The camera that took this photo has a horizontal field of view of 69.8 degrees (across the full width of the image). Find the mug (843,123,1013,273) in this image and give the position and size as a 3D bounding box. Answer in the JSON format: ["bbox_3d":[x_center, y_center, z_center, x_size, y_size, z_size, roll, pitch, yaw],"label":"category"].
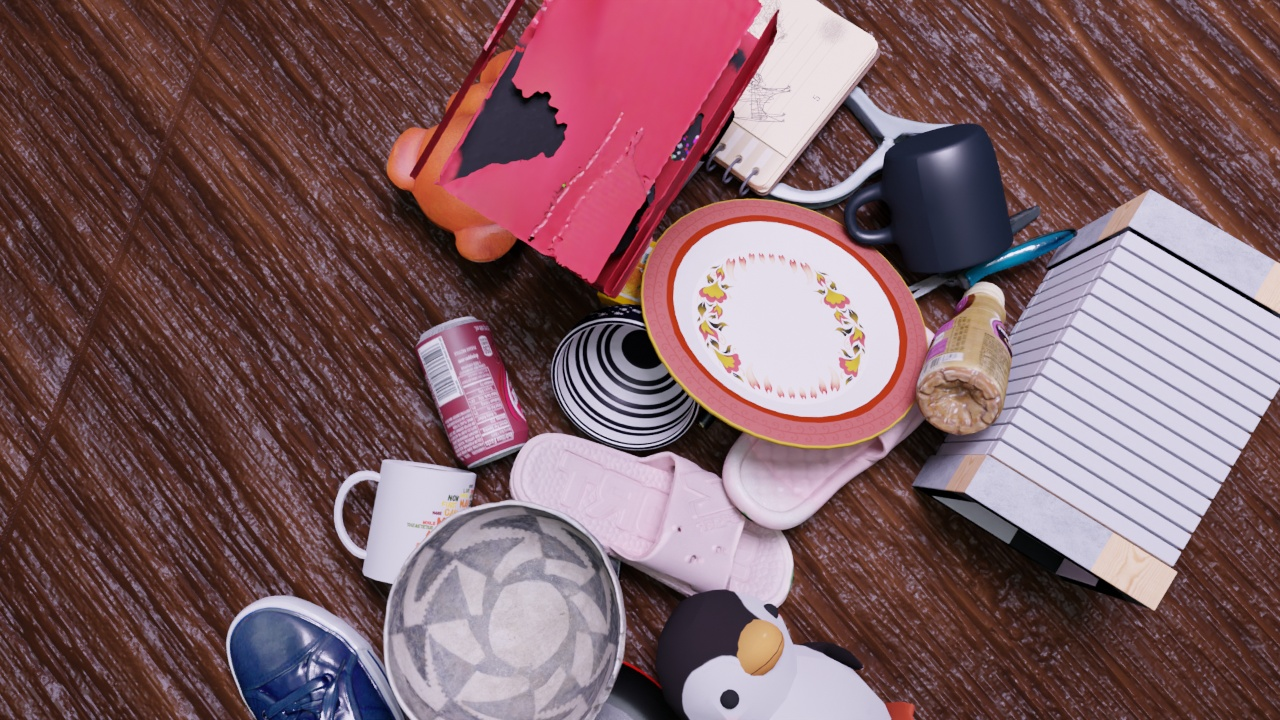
[{"bbox_3d":[0.222,-0.124,0.725,0.122,0.085,0.094,-13,111,19],"label":"mug"}]

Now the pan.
[{"bbox_3d":[-0.040,0.263,0.722,0.209,0.067,0.355,9,68,6],"label":"pan"}]

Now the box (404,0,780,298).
[{"bbox_3d":[-0.002,-0.153,0.599,0.121,0.318,0.211,32,92,8],"label":"box"}]

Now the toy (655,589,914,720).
[{"bbox_3d":[0.083,0.251,0.676,0.184,0.140,0.158,47,46,-9],"label":"toy"}]

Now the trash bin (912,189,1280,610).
[{"bbox_3d":[0.347,0.030,0.685,0.142,0.142,0.247,32,87,5],"label":"trash bin"}]

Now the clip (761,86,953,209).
[{"bbox_3d":[0.176,-0.211,0.776,0.174,0.030,0.158,-12,85,1],"label":"clip"}]

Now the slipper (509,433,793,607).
[{"bbox_3d":[0.015,0.118,0.713,0.239,0.065,0.094,23,65,-2],"label":"slipper"}]

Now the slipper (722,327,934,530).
[{"bbox_3d":[0.153,0.042,0.724,0.221,0.056,0.107,-41,79,-16],"label":"slipper"}]

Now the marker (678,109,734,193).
[{"bbox_3d":[0.031,-0.153,0.755,0.139,0.016,0.022,-48,50,29],"label":"marker"}]

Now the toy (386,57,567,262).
[{"bbox_3d":[-0.111,-0.167,0.761,0.172,0.093,0.164,-43,87,-14],"label":"toy"}]

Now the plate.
[{"bbox_3d":[0.111,-0.032,0.707,0.229,0.021,0.229,7,57,-11],"label":"plate"}]

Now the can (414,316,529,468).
[{"bbox_3d":[-0.137,0.026,0.750,0.063,0.063,0.114,-22,84,0],"label":"can"}]

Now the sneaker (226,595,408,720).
[{"bbox_3d":[-0.239,0.316,0.699,0.120,0.127,0.294,-35,82,-2],"label":"sneaker"}]

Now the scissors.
[{"bbox_3d":[0.283,-0.086,0.748,0.149,0.019,0.122,-3,41,32],"label":"scissors"}]

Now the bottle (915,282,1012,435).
[{"bbox_3d":[0.251,-0.011,0.696,0.060,0.165,0.060,13,126,19],"label":"bottle"}]

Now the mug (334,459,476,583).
[{"bbox_3d":[-0.191,0.127,0.734,0.105,0.073,0.089,10,85,-8],"label":"mug"}]

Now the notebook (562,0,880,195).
[{"bbox_3d":[0.061,-0.260,0.771,0.225,0.024,0.167,39,91,13],"label":"notebook"}]

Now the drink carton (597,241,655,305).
[{"bbox_3d":[0.033,-0.056,0.761,0.122,0.040,0.058,21,86,5],"label":"drink carton"}]

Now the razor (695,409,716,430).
[{"bbox_3d":[0.093,-0.001,0.764,0.043,0.022,0.144,39,92,-22],"label":"razor"}]

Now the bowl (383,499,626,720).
[{"bbox_3d":[-0.093,0.197,0.679,0.178,0.081,0.178,-2,73,7],"label":"bowl"}]

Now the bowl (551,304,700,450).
[{"bbox_3d":[-0.004,0.004,0.737,0.120,0.066,0.120,8,122,13],"label":"bowl"}]
